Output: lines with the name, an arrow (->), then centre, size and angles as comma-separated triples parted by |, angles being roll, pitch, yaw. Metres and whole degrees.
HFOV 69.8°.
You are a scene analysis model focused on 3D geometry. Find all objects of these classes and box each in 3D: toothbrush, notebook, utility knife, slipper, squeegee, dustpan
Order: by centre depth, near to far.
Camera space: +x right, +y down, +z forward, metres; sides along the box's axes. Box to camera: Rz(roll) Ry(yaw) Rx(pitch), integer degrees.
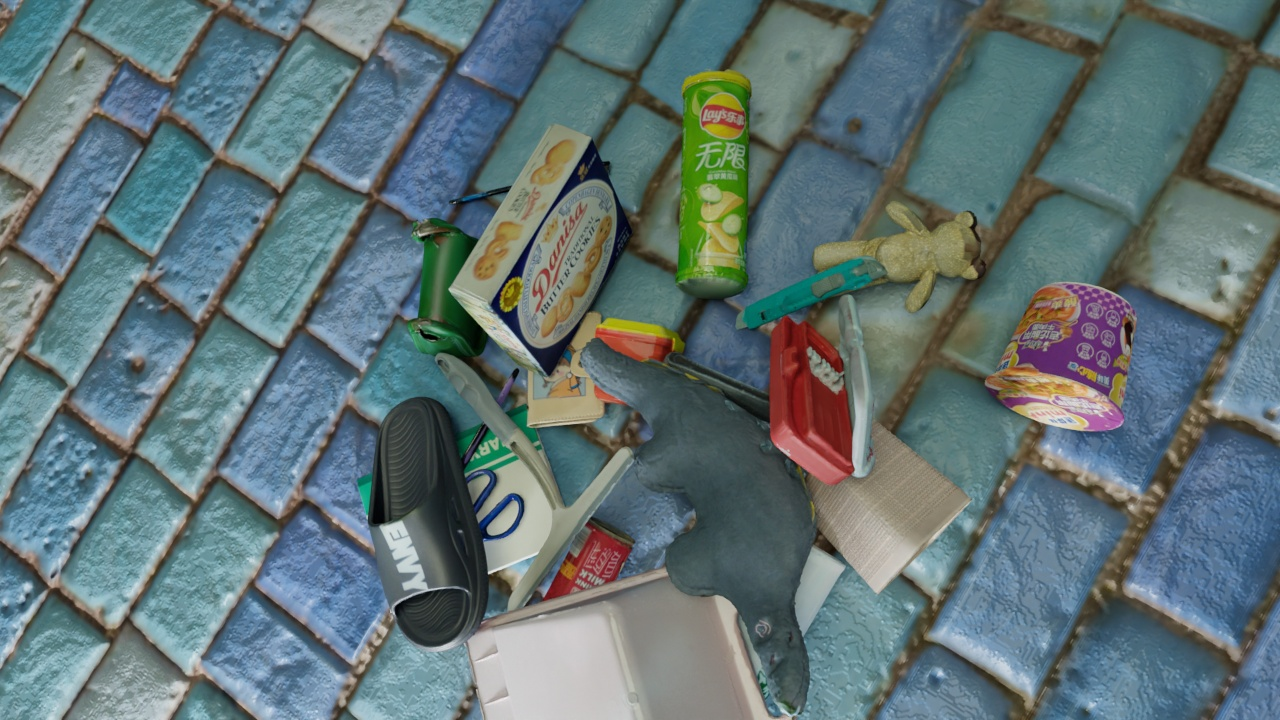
dustpan -> -0.007, 0.304, 0.804 | 0.274, 0.138, 0.222 | -31, 68, 40
utility knife -> 0.156, -0.062, 0.869 | 0.162, 0.013, 0.029 | -24, 75, 33
squeegee -> -0.125, 0.081, 0.884 | 0.246, 0.039, 0.247 | 50, 125, 24
slipper -> -0.225, 0.150, 0.890 | 0.111, 0.083, 0.267 | -27, 60, 19
toothbrush -> -0.174, 0.089, 0.943 | 0.017, 0.014, 0.189 | 27, 85, 33
notebook -> -0.185, 0.152, 0.945 | 0.209, 0.012, 0.150 | -24, 73, 9
toothbrush -> -0.122, -0.190, 0.997 | 0.190, 0.014, 0.016 | -11, 100, 13

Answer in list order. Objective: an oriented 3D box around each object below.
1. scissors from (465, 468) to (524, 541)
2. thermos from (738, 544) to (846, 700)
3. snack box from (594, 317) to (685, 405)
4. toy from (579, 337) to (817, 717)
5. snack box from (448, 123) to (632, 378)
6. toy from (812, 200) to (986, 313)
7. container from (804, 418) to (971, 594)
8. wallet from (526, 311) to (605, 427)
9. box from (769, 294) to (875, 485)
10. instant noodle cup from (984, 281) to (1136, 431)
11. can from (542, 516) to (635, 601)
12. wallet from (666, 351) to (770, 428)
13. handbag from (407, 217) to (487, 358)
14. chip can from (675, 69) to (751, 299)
scissors -> -0.179, 0.193, 0.921 | 0.128, 0.012, 0.173 | 10, 82, 17
thermos -> 0.099, 0.262, 0.816 | 0.073, 0.073, 0.224 | 30, 88, 18
snack box -> -0.005, 0.005, 0.887 | 0.082, 0.091, 0.080 | 10, 89, 17
toy -> 0.073, 0.116, 0.779 | 0.137, 0.092, 0.356 | -16, 64, -24
snack box -> -0.085, -0.096, 0.864 | 0.046, 0.182, 0.177 | 25, 77, 20
toy -> 0.238, -0.094, 0.859 | 0.157, 0.066, 0.105 | -9, 85, 20
container -> 0.204, 0.122, 0.795 | 0.089, 0.090, 0.111 | -30, 64, -32
wallet -> -0.074, 0.009, 0.937 | 0.087, 0.024, 0.115 | -7, 70, 16
box -> 0.170, 0.013, 0.779 | 0.094, 0.201, 0.092 | 37, 117, -12
instant noodle cup -> 0.366, -0.006, 0.783 | 0.111, 0.111, 0.099 | 21, 77, 18
can -> -0.058, 0.219, 0.875 | 0.053, 0.053, 0.132 | 27, 87, 18
wallet -> 0.084, 0.036, 0.850 | 0.121, 0.097, 0.019 | 23, 75, 18
handbag -> -0.201, -0.072, 0.938 | 0.068, 0.120, 0.131 | 1, 77, 9
chip can -> 0.073, -0.171, 0.909 | 0.073, 0.072, 0.221 | 0, 79, 15
